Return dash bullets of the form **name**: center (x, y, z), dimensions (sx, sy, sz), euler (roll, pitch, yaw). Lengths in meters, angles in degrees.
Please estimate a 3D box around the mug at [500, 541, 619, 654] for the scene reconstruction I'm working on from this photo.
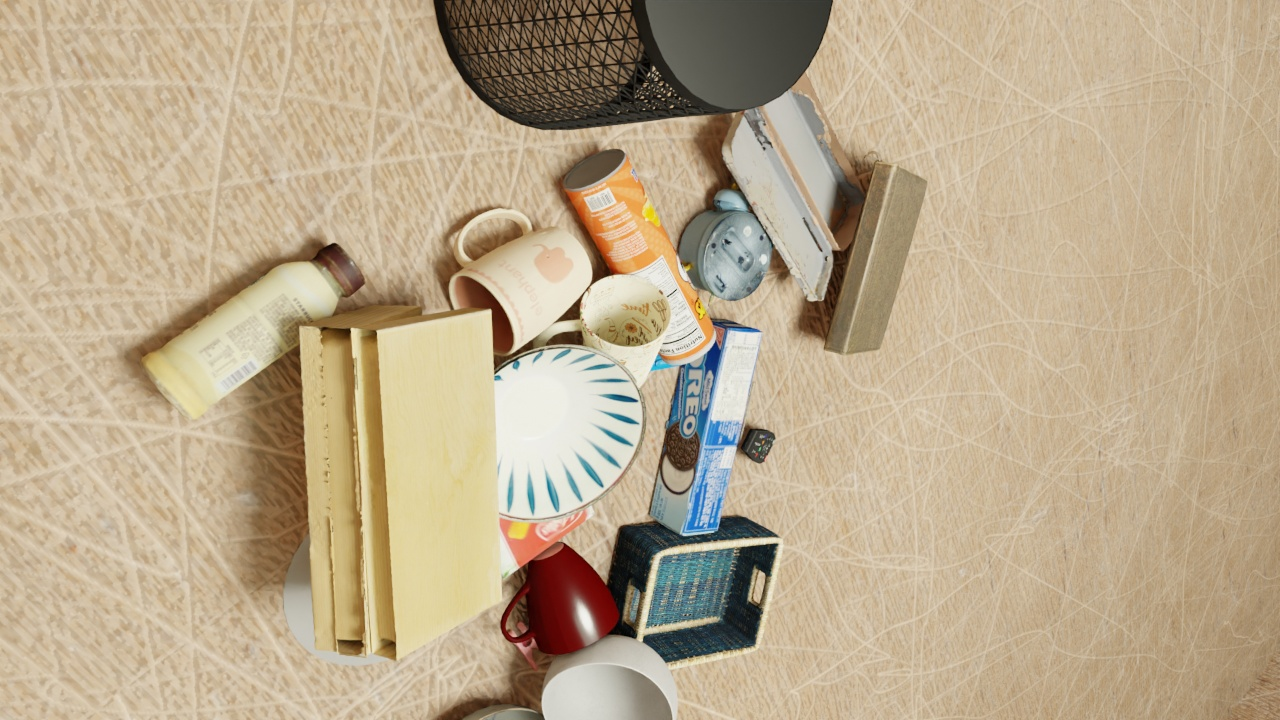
- **mug**: center (-0.088, 0.232, 0.899), dimensions (0.113, 0.087, 0.088), euler (-24, 101, -22)

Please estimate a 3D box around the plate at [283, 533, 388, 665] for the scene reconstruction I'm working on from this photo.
- **plate**: center (-0.226, 0.198, 0.820), dimensions (0.172, 0.019, 0.173), euler (-12, 112, -33)

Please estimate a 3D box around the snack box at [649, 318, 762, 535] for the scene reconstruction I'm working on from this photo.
- **snack box**: center (0.068, 0.070, 0.968), dimensions (0.059, 0.059, 0.226), euler (3, 105, -40)

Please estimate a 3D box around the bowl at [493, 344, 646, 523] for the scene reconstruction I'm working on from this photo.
- **bowl**: center (-0.089, 0.054, 0.829), dimensions (0.177, 0.071, 0.177), euler (-11, 119, -20)

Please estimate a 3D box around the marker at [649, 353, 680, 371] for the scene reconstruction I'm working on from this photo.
- **marker**: center (-0.005, 0.005, 0.919), dimensions (0.122, 0.015, 0.018), euler (-10, 111, -32)

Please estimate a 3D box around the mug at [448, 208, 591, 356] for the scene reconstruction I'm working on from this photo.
- **mug**: center (-0.106, -0.077, 0.783), dimensions (0.104, 0.085, 0.111), euler (-38, 96, -32)

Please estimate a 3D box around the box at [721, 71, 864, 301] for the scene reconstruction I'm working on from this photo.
- **box**: center (0.161, -0.180, 0.940), dimensions (0.216, 0.058, 0.153), euler (51, 60, -36)

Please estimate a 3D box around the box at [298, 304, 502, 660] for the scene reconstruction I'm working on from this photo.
- **box**: center (-0.177, 0.088, 0.704), dimensions (0.123, 0.140, 0.249), euler (1, 100, 6)

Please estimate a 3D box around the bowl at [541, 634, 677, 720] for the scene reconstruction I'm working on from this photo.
- **bowl**: center (-0.028, 0.326, 0.911), dimensions (0.132, 0.064, 0.132), euler (3, 116, 6)

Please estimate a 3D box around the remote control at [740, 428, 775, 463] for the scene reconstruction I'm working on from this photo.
- **remote control**: center (0.130, 0.093, 1.013), dimensions (0.039, 0.010, 0.124), euler (-64, 161, -1)

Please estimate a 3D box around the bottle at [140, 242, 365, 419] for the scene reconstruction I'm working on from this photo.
- **bottle**: center (-0.281, -0.026, 0.679), dimensions (0.161, 0.056, 0.056), euler (-40, 125, -19)

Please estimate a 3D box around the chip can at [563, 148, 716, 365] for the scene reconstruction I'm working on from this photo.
- **chip can**: center (0.003, -0.092, 0.861), dimensions (0.062, 0.062, 0.210), euler (-42, 125, -18)

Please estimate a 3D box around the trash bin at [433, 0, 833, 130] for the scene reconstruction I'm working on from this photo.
- **trash bin**: center (-0.003, -0.274, 0.678), dimensions (0.216, 0.243, 0.217), euler (-13, 112, -33)

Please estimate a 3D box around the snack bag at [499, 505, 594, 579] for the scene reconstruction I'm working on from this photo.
- **snack bag**: center (-0.105, 0.147, 0.880), dimensions (0.115, 0.036, 0.077), euler (-33, 122, -23)

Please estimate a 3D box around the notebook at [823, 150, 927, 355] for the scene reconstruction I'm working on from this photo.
- **notebook**: center (0.256, -0.112, 1.015), dimensions (0.189, 0.034, 0.215), euler (-3, 109, -60)

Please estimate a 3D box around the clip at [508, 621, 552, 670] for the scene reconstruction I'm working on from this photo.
- **clip**: center (-0.117, 0.293, 0.933), dimensions (0.038, 0.022, 0.059), euler (-38, 119, -17)

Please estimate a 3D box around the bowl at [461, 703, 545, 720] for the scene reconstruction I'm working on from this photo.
- **bowl**: center (-0.155, 0.401, 0.917), dimensions (0.150, 0.057, 0.151), euler (-12, 111, -34)

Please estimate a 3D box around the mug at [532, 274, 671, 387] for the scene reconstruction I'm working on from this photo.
- **mug**: center (-0.038, -0.016, 0.843), dimensions (0.122, 0.081, 0.097), euler (-5, 147, -11)

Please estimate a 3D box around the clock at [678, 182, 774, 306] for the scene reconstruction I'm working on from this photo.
- **clock**: center (0.091, -0.119, 0.925), dimensions (0.089, 0.052, 0.124), euler (42, 79, -36)

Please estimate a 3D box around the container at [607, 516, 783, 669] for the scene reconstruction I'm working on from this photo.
- **container**: center (0.057, 0.253, 1.012), dimensions (0.187, 0.071, 0.145), euler (3, 104, -37)
